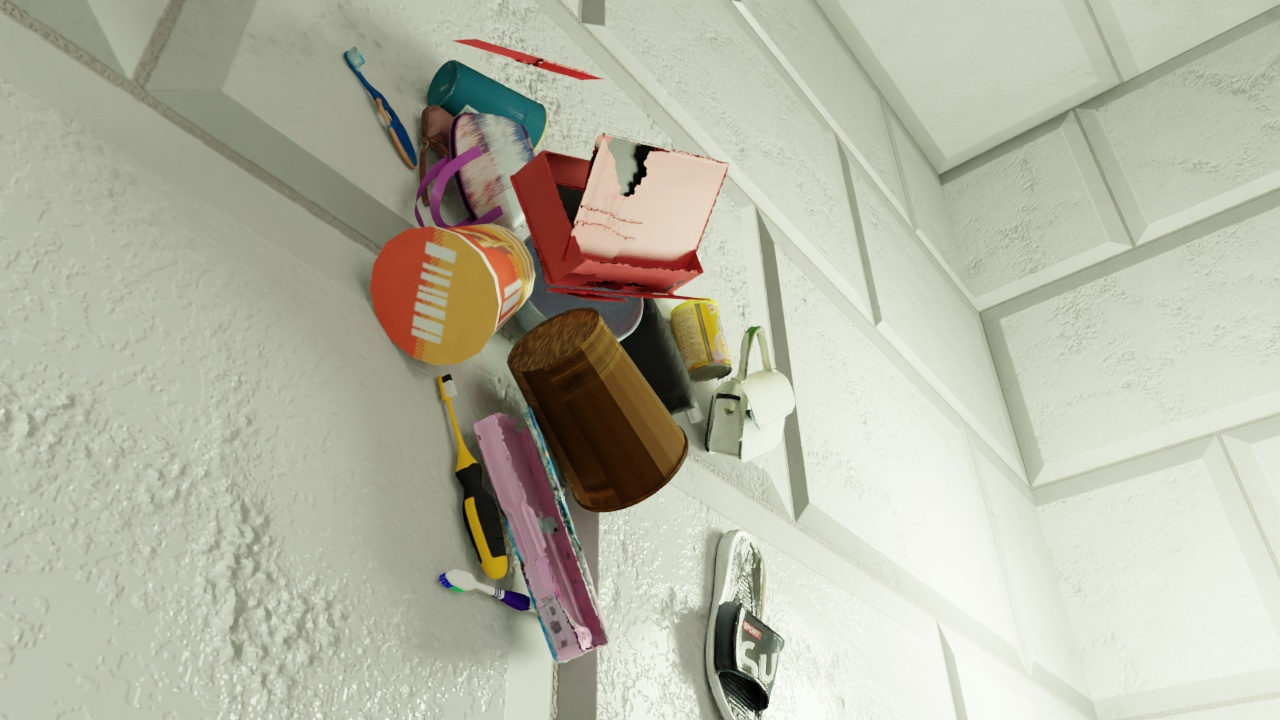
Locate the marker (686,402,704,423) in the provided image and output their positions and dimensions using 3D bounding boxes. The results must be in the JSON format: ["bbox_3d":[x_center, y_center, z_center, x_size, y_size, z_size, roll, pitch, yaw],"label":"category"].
[{"bbox_3d":[0.052,0.021,1.226,0.020,0.017,0.133,-20,84,-23],"label":"marker"}]

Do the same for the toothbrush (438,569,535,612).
[{"bbox_3d":[-0.109,0.218,0.827,0.186,0.016,0.015,35,41,-44],"label":"toothbrush"}]

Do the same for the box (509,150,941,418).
[{"bbox_3d":[0.061,-0.065,0.901,0.425,0.128,0.212,41,25,31],"label":"box"}]

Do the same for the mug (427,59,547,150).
[{"bbox_3d":[-0.176,-0.285,1.043,0.121,0.078,0.078,23,50,-43],"label":"mug"}]

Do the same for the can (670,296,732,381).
[{"bbox_3d":[0.084,-0.028,1.261,0.067,0.068,0.105,18,54,-52],"label":"can"}]

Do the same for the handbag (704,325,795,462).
[{"bbox_3d":[0.157,0.041,1.241,0.151,0.074,0.176,-11,109,-60],"label":"handbag"}]

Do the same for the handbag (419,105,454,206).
[{"bbox_3d":[-0.216,-0.212,0.973,0.055,0.029,0.119,39,43,-44],"label":"handbag"}]

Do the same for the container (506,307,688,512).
[{"bbox_3d":[-0.047,0.044,0.909,0.167,0.132,0.131,61,29,-27],"label":"container"}]

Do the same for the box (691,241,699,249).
[{"bbox_3d":[0.049,-0.155,1.239,0.102,0.102,0.108,61,3,-7],"label":"box"}]

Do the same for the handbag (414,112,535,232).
[{"bbox_3d":[-0.176,-0.181,0.964,0.169,0.068,0.145,-53,134,-50],"label":"handbag"}]

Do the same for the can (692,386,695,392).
[{"bbox_3d":[0.043,0.012,1.202,0.031,0.032,0.080,-12,78,-59],"label":"can"}]

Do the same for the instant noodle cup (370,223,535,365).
[{"bbox_3d":[-0.165,-0.073,0.862,0.123,0.124,0.120,60,23,-7],"label":"instant noodle cup"}]

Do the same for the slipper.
[{"bbox_3d":[0.132,0.315,1.090,0.111,0.063,0.263,46,32,-28],"label":"slipper"}]

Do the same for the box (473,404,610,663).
[{"bbox_3d":[-0.079,0.153,0.843,0.230,0.063,0.084,68,13,16],"label":"box"}]

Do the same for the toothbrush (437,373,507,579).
[{"bbox_3d":[-0.155,0.102,0.830,0.031,0.031,0.196,24,43,-65],"label":"toothbrush"}]

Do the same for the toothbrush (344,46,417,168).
[{"bbox_3d":[-0.263,-0.258,0.939,0.135,0.017,0.021,60,33,-7],"label":"toothbrush"}]

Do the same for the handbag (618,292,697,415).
[{"bbox_3d":[-0.006,0.006,1.101,0.153,0.115,0.125,63,4,4],"label":"handbag"}]

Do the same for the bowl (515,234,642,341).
[{"bbox_3d":[-0.080,-0.063,1.003,0.150,0.075,0.150,17,51,-21],"label":"bowl"}]
